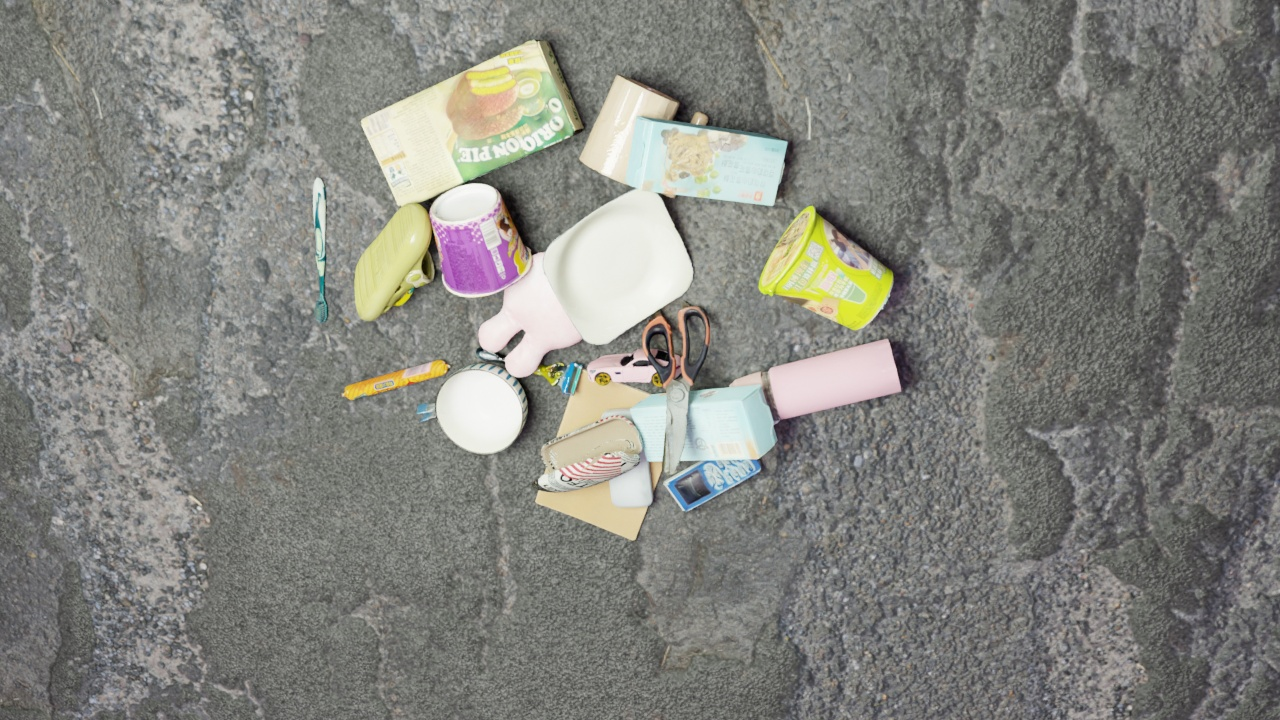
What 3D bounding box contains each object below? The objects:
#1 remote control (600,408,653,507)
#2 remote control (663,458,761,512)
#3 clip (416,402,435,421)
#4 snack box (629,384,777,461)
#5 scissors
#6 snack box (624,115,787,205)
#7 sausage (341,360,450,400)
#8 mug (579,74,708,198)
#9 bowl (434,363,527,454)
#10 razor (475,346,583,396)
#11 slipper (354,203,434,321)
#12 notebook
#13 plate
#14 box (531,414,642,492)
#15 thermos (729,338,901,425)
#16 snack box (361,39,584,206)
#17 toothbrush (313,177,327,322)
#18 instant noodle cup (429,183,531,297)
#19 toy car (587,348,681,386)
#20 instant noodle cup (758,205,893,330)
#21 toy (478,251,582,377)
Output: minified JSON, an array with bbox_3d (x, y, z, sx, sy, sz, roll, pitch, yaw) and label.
[{"bbox_3d":[-0.017,0.127,1.190,0.056,0.020,0.136,-3,107,12],"label":"remote control"},{"bbox_3d":[0.093,0.148,1.184,0.125,0.024,0.049,-31,100,17],"label":"remote control"},{"bbox_3d":[-0.268,0.066,1.224,0.058,0.026,0.038,-14,116,6],"label":"clip"},{"bbox_3d":[0.074,0.077,1.106,0.175,0.051,0.074,-7,107,40],"label":"snack box"},{"bbox_3d":[0.030,0.030,1.083,0.185,0.015,0.208,35,76,27],"label":"scissors"},{"bbox_3d":[0.073,-0.220,1.015,0.174,0.051,0.074,2,110,-24],"label":"snack box"},{"bbox_3d":[-0.326,0.026,1.222,0.165,0.021,0.021,-15,104,15],"label":"sausage"},{"bbox_3d":[0.006,-0.254,1.049,0.124,0.084,0.104,18,110,-22],"label":"mug"},{"bbox_3d":[-0.199,0.056,1.185,0.116,0.066,0.116,3,109,9],"label":"bowl"},{"bbox_3d":[-0.146,0.008,1.184,0.143,0.022,0.042,15,83,8],"label":"razor"},{"bbox_3d":[-0.290,-0.113,1.129,0.081,0.091,0.191,13,141,-34],"label":"slipper"},{"bbox_3d":[-0.043,0.126,1.211,0.148,0.008,0.208,21,110,3],"label":"notebook"},{"bbox_3d":[-0.028,-0.114,1.084,0.164,0.034,0.164,-33,128,-5],"label":"plate"},{"bbox_3d":[-0.067,0.117,1.165,0.163,0.087,0.076,-27,146,37],"label":"box"},{"bbox_3d":[0.211,0.036,1.111,0.199,0.067,0.087,-16,133,14],"label":"thermos"},{"bbox_3d":[-0.197,-0.277,1.080,0.240,0.063,0.114,-20,103,15],"label":"snack box"},{"bbox_3d":[-0.416,-0.140,1.187,0.016,0.018,0.192,8,109,8],"label":"toothbrush"},{"bbox_3d":[-0.194,-0.146,1.080,0.112,0.111,0.099,-4,132,11],"label":"instant noodle cup"},{"bbox_3d":[-0.007,0.007,1.141,0.122,0.056,0.037,-1,111,10],"label":"toy car"},{"bbox_3d":[0.216,-0.097,1.046,0.123,0.111,0.112,29,110,-7],"label":"instant noodle cup"},{"bbox_3d":[-0.127,-0.057,1.140,0.160,0.054,0.121,-43,97,12],"label":"toy"}]
